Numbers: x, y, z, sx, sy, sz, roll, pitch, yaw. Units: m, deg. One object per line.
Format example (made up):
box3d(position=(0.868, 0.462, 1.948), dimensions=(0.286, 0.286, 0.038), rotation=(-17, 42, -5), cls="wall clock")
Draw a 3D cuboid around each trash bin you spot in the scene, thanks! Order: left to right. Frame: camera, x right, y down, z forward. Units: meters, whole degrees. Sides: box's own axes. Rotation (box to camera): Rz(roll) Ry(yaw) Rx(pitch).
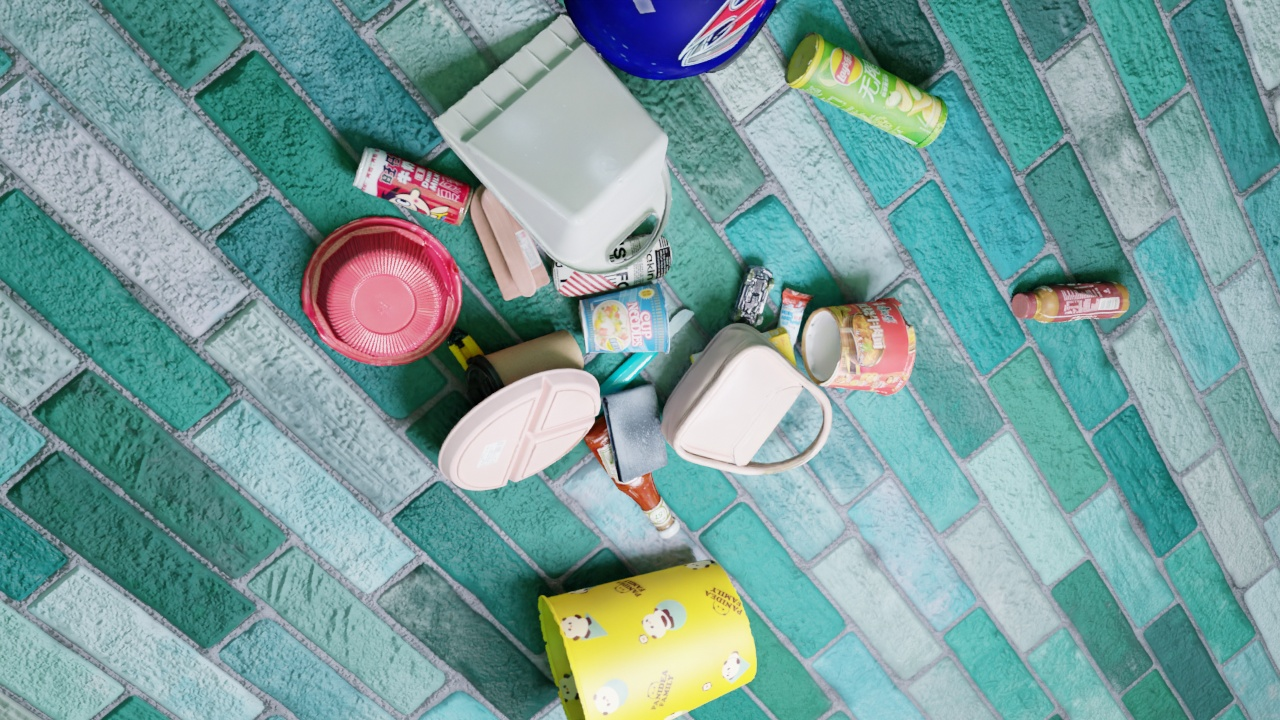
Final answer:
box3d(position=(0.009, 0.408, 1.301), dimensions=(0.255, 0.229, 0.230), rotation=(-14, 111, -17), cls="trash bin")

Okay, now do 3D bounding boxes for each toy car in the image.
box3d(position=(0.153, -0.088, 1.267), dimensions=(0.043, 0.034, 0.091), rotation=(8, 108, -21), cls="toy car")

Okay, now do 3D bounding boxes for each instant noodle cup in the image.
box3d(position=(-0.315, -0.075, 1.126), dimensions=(0.193, 0.066, 0.194), rotation=(-5, 110, -13), cls="instant noodle cup")
box3d(position=(-0.023, -0.050, 1.204), dimensions=(0.110, 0.099, 0.099), rotation=(-8, 110, -5), cls="instant noodle cup")
box3d(position=(0.295, -0.018, 1.271), dimensions=(0.108, 0.138, 0.138), rotation=(-1, 108, -19), cls="instant noodle cup")

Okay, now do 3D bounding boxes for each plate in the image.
box3d(position=(-0.148, 0.095, 1.173), dimensions=(0.229, 0.028, 0.230), rotation=(-26, 153, -15), cls="plate")

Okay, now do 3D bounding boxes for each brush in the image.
box3d(position=(-0.166, -0.150, 1.137), dimensions=(0.063, 0.073, 0.146), rotation=(-23, 111, -7), cls="brush")

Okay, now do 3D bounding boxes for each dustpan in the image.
box3d(position=(-0.079, -0.239, 1.128), dimensions=(0.258, 0.143, 0.222), rotation=(43, 74, 6), cls="dustpan")

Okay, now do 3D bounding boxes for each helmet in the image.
box3d(position=(0.059, -0.462, 1.005), dimensions=(0.247, 0.240, 0.315), rotation=(39, 94, -25), cls="helmet")

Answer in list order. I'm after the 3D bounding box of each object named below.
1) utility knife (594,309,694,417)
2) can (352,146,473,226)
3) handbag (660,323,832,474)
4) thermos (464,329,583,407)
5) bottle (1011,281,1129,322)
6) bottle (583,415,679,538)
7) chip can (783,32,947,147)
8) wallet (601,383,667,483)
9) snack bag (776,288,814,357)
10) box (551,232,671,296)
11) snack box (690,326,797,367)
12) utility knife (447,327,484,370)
box3d(position=(-0.007, 0.007, 1.265), dimensions=(0.218, 0.013, 0.029), rotation=(-44, 101, 4), cls="utility knife")
box3d(position=(-0.272, -0.208, 1.098), dimensions=(0.132, 0.053, 0.053), rotation=(19, 102, -20), cls="can")
box3d(position=(0.164, 0.076, 1.261), dimensions=(0.234, 0.093, 0.193), rotation=(28, 107, -23), cls="handbag")
box3d(position=(-0.149, 0.015, 1.183), dimensions=(0.143, 0.093, 0.093), rotation=(-27, 114, -25), cls="thermos")
box3d(position=(0.650, -0.088, 1.391), dimensions=(0.174, 0.057, 0.057), rotation=(-4, 109, -14), cls="bottle")
box3d(position=(-0.007, 0.169, 1.295), dimensions=(0.060, 0.060, 0.206), rotation=(-33, 113, -3), cls="bottle")
box3d(position=(0.299, -0.349, 1.199), dimensions=(0.221, 0.072, 0.073), rotation=(19, 102, -21), cls="chip can")
box3d(position=(-0.007, 0.098, 1.251), dimensions=(0.097, 0.019, 0.121), rotation=(-15, 95, -47), cls="wallet")
box3d(position=(0.210, -0.050, 1.300), dimensions=(0.048, 0.026, 0.104), rotation=(13, 104, -10), cls="snack bag")
box3d(position=(-0.036, -0.124, 1.195), dimensions=(0.164, 0.051, 0.068), rotation=(-16, 126, -13), cls="box")
box3d(position=(0.148, 0.015, 1.288), dimensions=(0.140, 0.033, 0.087), rotation=(-18, 112, 1), cls="snack box")
box3d(position=(-0.202, 0.028, 1.217), dimensions=(0.033, 0.015, 0.171), rotation=(-33, 114, -2), cls="utility knife")
